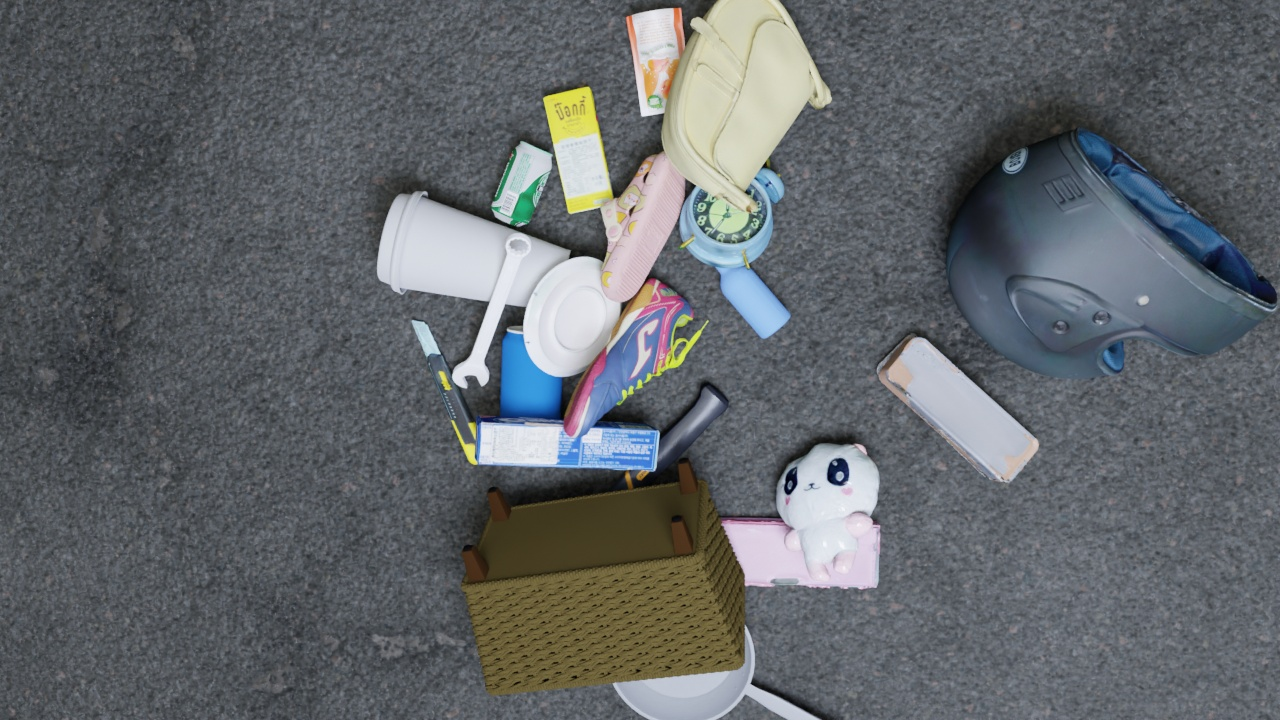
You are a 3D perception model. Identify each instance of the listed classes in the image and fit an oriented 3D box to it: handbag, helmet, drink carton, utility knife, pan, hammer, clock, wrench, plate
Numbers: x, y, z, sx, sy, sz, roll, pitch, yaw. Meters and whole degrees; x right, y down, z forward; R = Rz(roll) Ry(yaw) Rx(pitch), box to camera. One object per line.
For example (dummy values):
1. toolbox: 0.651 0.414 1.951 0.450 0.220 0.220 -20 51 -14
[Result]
1. handbag: 0.116 -0.309 1.081 0.191 0.089 0.232 35 80 -7
2. helmet: 0.498 -0.094 1.040 0.316 0.248 0.237 36 128 -4
3. drink carton: 0.026 -0.369 1.141 0.069 0.038 0.122 -7 104 7
4. utility knife: -0.258 0.041 1.238 0.029 0.020 0.213 -23 95 6
5. pan: 0.125 0.434 1.249 0.356 0.050 0.201 25 100 1
6. hammer: -0.006 0.149 1.225 0.139 0.035 0.313 42 100 -4
7. clock: 0.112 -0.192 1.136 0.118 0.060 0.162 15 76 3
8. wrench: -0.186 -0.054 1.147 0.047 0.009 0.274 14 134 -16
9. plate: -0.079 -0.053 1.152 0.014 0.156 0.157 25 104 43

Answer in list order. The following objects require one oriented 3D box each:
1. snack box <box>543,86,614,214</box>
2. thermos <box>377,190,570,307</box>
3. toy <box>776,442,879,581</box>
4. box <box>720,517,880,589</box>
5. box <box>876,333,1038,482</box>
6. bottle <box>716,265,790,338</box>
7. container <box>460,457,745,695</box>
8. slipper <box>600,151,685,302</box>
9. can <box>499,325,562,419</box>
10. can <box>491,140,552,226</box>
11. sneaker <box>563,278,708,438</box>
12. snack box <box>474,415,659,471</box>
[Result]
1. snack box: -0.077 -0.266 1.167 0.061 0.025 0.149 -11 98 6
2. thermos: -0.206 -0.128 1.159 0.222 0.131 0.131 14 100 -5
3. toy: 0.236 0.190 1.151 0.139 0.179 0.101 -19 134 31
4. box: 0.200 0.255 1.222 0.233 0.037 0.098 2 100 5
5. box: 0.401 0.062 1.166 0.216 0.063 0.081 42 89 -3
6. bottle: 0.131 -0.091 1.166 0.048 0.048 0.131 -41 94 9
7. container: -0.049 0.257 1.124 0.321 0.176 0.205 -10 115 12
8. slipper: -0.011 -0.170 1.146 0.081 0.093 0.197 23 89 25
9. can: -0.142 0.032 1.194 0.079 0.079 0.146 4 99 4
10. can: -0.151 -0.223 1.167 0.053 0.053 0.101 24 101 1
11. sneaker: -0.007 0.007 1.127 0.091 0.116 0.241 35 64 -8
12. snack box: -0.092 0.103 1.147 0.226 0.059 0.059 4 96 -16
